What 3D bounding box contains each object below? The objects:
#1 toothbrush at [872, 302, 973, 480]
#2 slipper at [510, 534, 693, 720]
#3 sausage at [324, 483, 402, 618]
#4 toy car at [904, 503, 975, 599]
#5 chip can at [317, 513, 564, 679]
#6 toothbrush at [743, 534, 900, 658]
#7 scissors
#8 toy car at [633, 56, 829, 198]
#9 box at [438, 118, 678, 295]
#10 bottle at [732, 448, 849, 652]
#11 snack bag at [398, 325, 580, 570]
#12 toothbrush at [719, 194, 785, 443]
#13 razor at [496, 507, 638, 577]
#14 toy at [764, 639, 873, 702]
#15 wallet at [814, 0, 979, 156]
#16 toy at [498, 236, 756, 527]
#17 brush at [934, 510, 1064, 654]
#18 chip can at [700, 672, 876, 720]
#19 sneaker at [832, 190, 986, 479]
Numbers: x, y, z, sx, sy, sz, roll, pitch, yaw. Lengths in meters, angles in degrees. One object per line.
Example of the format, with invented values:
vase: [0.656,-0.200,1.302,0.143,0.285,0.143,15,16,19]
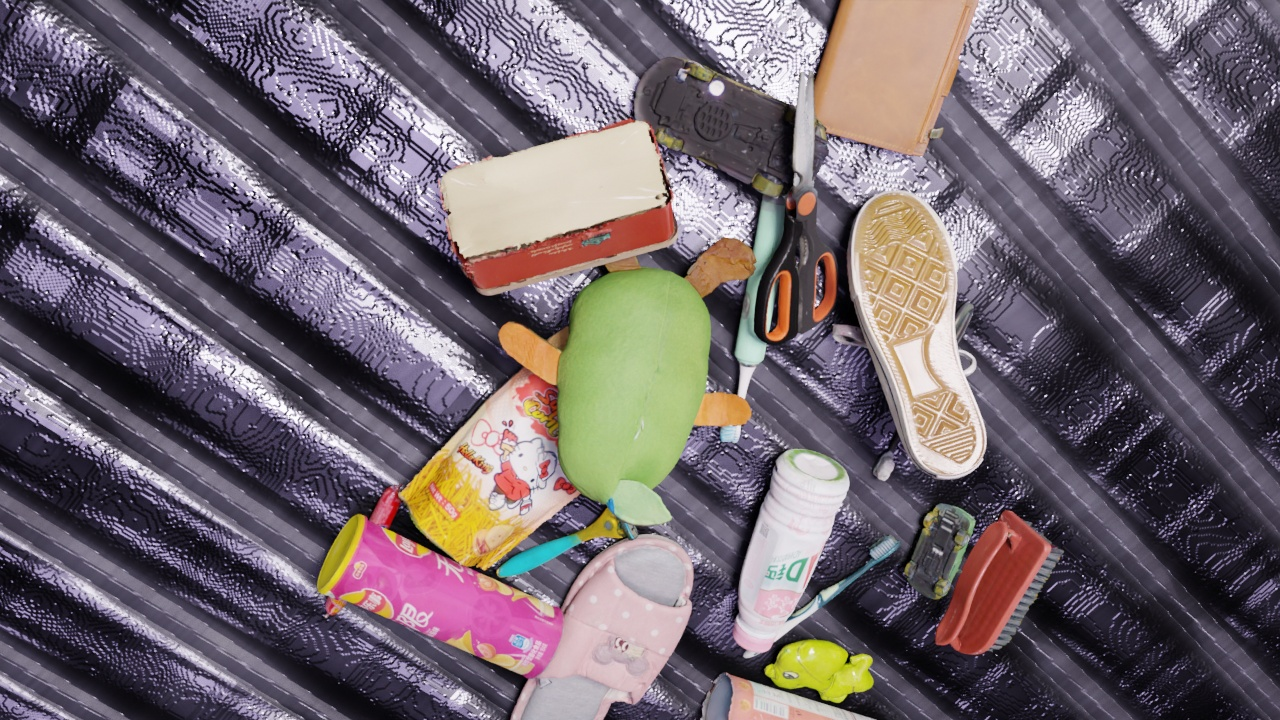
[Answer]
toothbrush: [0.256,0.030,0.830,0.015,0.018,0.181,22,105,-5]
slipper: [-0.040,0.283,0.871,0.114,0.054,0.275,28,105,-14]
sausage: [-0.251,0.174,0.832,0.020,0.020,0.156,27,105,-14]
toy car: [0.286,0.181,0.870,0.036,0.043,0.091,9,105,-47]
chip can: [-0.172,0.211,0.813,0.210,0.071,0.071,31,104,-22]
toothbrush: [0.173,0.231,0.894,0.192,0.016,0.018,-39,98,8]
scissors: [0.136,-0.120,0.730,0.136,0.022,0.235,-5,120,-38]
toy car: [0.071,-0.184,0.719,0.158,0.042,0.070,25,112,-3]
box: [-0.062,-0.121,0.695,0.168,0.079,0.091,-15,69,0]
bottle: [0.130,0.180,0.846,0.068,0.068,0.197,12,112,-10]
snack bag: [-0.098,0.083,0.797,0.208,0.073,0.128,-42,108,2]
toothbrush: [0.098,-0.031,0.787,0.027,0.026,0.225,3,110,-15]
razor: [-0.070,0.169,0.841,0.132,0.028,0.043,-24,87,0]
toy: [0.179,0.306,0.911,0.097,0.031,0.100,-33,117,20]
wallet: [0.203,-0.233,0.720,0.119,0.035,0.131,13,109,-10]
toy: [-0.004,0.004,0.742,0.227,0.090,0.246,17,82,-15]
brush: [0.334,0.219,0.880,0.069,0.063,0.146,13,110,-22]
chip can: [0.170,0.374,0.914,0.214,0.071,0.071,21,106,-12]
sneaker: [0.226,-0.019,0.772,0.118,0.088,0.241,-14,87,1]
